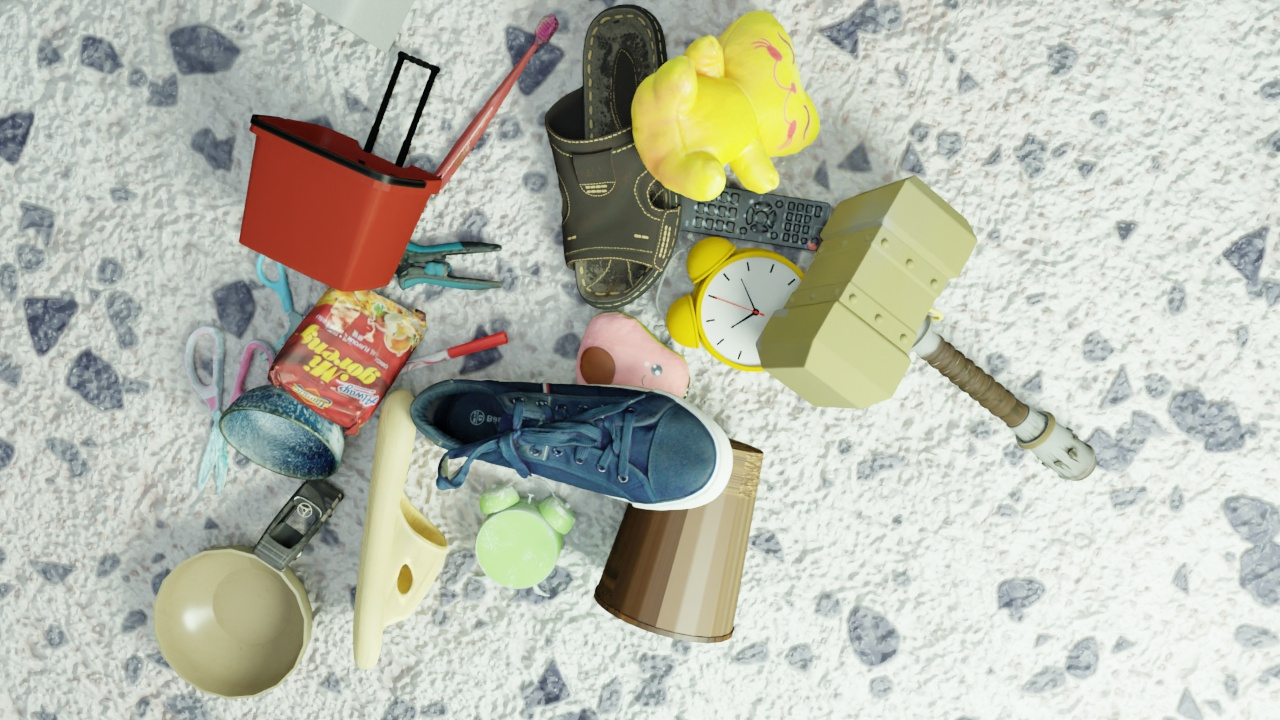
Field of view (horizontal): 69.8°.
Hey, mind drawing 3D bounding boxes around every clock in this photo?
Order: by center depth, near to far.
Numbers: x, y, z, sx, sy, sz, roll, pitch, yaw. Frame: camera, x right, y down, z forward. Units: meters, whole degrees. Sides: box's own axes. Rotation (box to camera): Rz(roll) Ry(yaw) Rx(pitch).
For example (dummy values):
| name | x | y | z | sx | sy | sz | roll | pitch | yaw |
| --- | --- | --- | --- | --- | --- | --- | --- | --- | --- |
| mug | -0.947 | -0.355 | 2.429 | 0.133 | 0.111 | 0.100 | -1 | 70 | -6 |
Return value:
| name | x | y | z | sx | sy | sz | roll | pitch | yaw |
| --- | --- | --- | --- | --- | --- | --- | --- | --- | --- |
| clock | 0.090 | -0.051 | 0.842 | 0.152 | 0.052 | 0.113 | 19 | 98 | -4 |
| clock | -0.114 | 0.169 | 0.886 | 0.094 | 0.042 | 0.119 | 12 | 98 | 0 |

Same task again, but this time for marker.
| name | x | y | z | sx | sy | sz | roll | pitch | yaw |
| --- | --- | --- | --- | --- | --- | --- | --- | --- | --- |
| marker | -0.195 | -0.002 | 0.881 | 0.142 | 0.012 | 0.013 | -17 | 97 | 5 |

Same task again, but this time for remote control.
| name | x | y | z | sx | sy | sz | roll | pitch | yaw |
| --- | --- | --- | --- | --- | --- | --- | --- | --- | --- |
| remote control | 0.097 | -0.134 | 0.846 | 0.150 | 0.022 | 0.047 | 9 | 98 | -1 |

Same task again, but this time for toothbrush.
| name | x | y | z | sx | sy | sz | roll | pitch | yaw |
| --- | --- | --- | --- | --- | --- | --- | --- | --- | --- |
| toothbrush | -0.135 | -0.237 | 0.843 | 0.016 | 0.016 | 0.190 | 37 | 98 | -4 |

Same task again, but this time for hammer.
| name | x | y | z | sx | sy | sz | roll | pitch | yaw |
| --- | --- | --- | --- | --- | --- | --- | --- | --- | --- |
| hammer | 0.284 | 0.011 | 0.812 | 0.325 | 0.101 | 0.190 | 35 | 78 | -16 |

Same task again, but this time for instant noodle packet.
| name | x | y | z | sx | sy | sz | roll | pitch | yaw |
| --- | --- | --- | --- | --- | --- | --- | --- | --- | --- |
| instant noodle packet | -0.265 | -0.010 | 0.837 | 0.098 | 0.040 | 0.135 | 36 | 58 | -16 |

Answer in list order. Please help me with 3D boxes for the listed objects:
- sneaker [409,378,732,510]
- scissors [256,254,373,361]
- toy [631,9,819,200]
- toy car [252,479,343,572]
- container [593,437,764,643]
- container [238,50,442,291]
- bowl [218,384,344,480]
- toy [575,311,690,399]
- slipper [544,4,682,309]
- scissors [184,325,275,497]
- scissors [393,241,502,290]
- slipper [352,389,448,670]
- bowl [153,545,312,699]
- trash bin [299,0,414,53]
| name | x | y | z | sx | sy | sz | roll | pitch | yaw |
| --- | --- | --- | --- | --- | --- | --- | --- | --- | --- |
| sneaker | -0.072 | 0.066 | 0.778 | 0.295 | 0.127 | 0.120 | 8 | 82 | 23 |
| scissors | -0.326 | -0.054 | 0.880 | 0.135 | 0.015 | 0.133 | -37 | 95 | 4 |
| toy | 0.073 | -0.206 | 0.772 | 0.088 | 0.193 | 0.134 | -10 | 113 | 46 |
| toy car | -0.329 | 0.155 | 0.881 | 0.040 | 0.037 | 0.092 | 34 | 63 | -2 |
| container | 0.043 | 0.151 | 0.839 | 0.132 | 0.132 | 0.167 | 15 | 92 | 0 |
| container | -0.253 | -0.176 | 0.803 | 0.148 | 0.126 | 0.201 | 25 | 104 | 9 |
| bowl | -0.327 | 0.058 | 0.864 | 0.114 | 0.060 | 0.115 | 10 | 141 | 8 |
| toy | -0.005 | 0.005 | 0.853 | 0.110 | 0.051 | 0.090 | 18 | 102 | 0 |
| slipper | -0.025 | -0.178 | 0.809 | 0.113 | 0.075 | 0.268 | 5 | 98 | 22 |
| scissors | -0.422 | 0.050 | 0.900 | 0.103 | 0.016 | 0.179 | 24 | 103 | 3 |
| scissors | -0.198 | -0.085 | 0.866 | 0.142 | 0.019 | 0.127 | 44 | 98 | -2 |
| slipper | -0.222 | 0.158 | 0.868 | 0.079 | 0.111 | 0.261 | 7 | 94 | -20 |
| bowl | -0.393 | 0.251 | 0.905 | 0.152 | 0.050 | 0.152 | 0 | 98 | 3 |
| trash bin | -0.303 | -0.382 | 0.781 | 0.229 | 0.114 | 0.114 | 31 | 98 | -2 |
